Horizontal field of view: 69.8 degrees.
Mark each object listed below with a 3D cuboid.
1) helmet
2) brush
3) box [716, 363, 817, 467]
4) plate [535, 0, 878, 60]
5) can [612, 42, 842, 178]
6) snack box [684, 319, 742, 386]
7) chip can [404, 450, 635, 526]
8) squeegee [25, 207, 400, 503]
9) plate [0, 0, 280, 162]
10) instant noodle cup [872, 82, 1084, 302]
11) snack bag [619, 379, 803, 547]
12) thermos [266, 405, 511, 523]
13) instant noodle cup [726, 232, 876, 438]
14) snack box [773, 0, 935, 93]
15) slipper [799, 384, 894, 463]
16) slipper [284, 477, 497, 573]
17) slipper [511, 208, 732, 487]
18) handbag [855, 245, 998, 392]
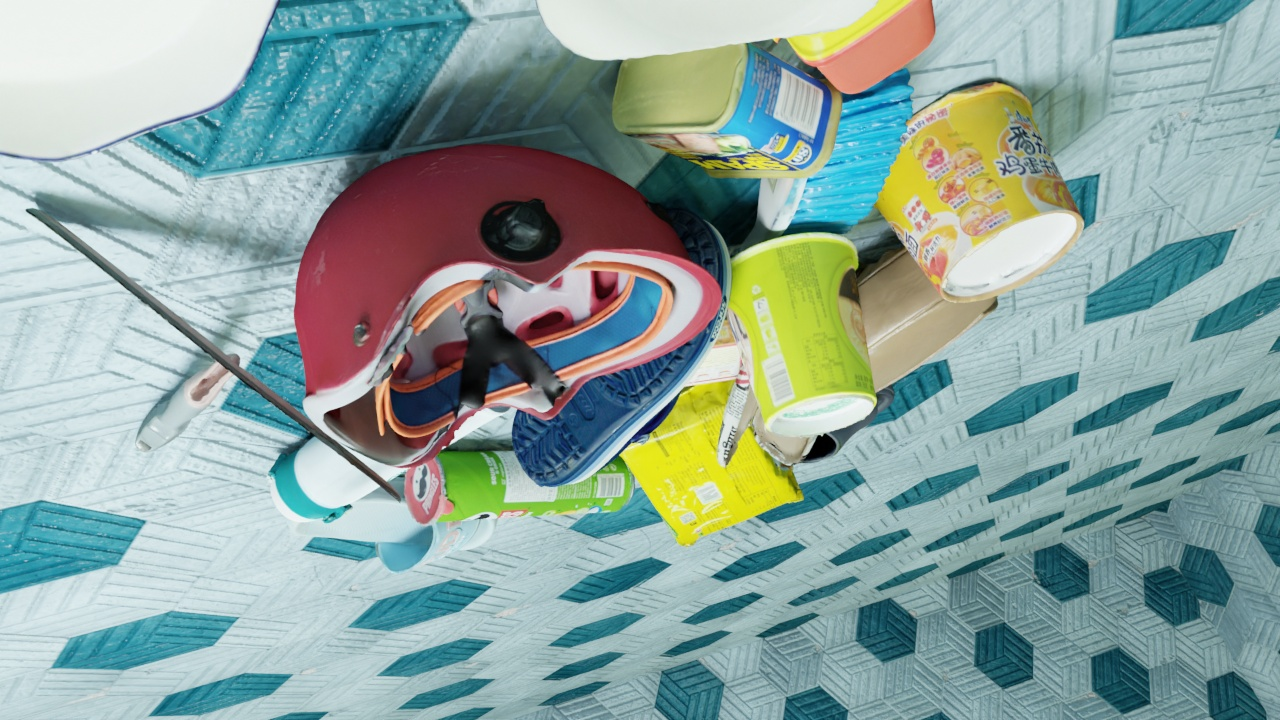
[{"bbox_3d":[-0.088,-0.049,0.537,0.240,0.144,0.207,-20,161,-9],"label":"helmet"},{"bbox_3d":[0.105,-0.099,0.688,0.109,0.060,0.315,-10,155,-8],"label":"brush"},{"bbox_3d":[0.113,0.036,0.795,0.086,0.075,0.163,-26,147,-31],"label":"box"},{"bbox_3d":[0.026,-0.213,0.382,0.164,0.034,0.164,-7,134,2],"label":"plate"},{"bbox_3d":[0.046,-0.141,0.513,0.083,0.057,0.102,10,-178,-43],"label":"can"},{"bbox_3d":[0.010,0.001,0.794,0.156,0.027,0.077,-8,156,3],"label":"snack box"},{"bbox_3d":[-0.115,0.125,0.930,0.235,0.072,0.072,4,145,-41],"label":"chip can"},{"bbox_3d":[-0.294,0.024,0.605,0.247,0.040,0.250,43,142,-20],"label":"squeegee"},{"bbox_3d":[-0.240,-0.159,0.332,0.204,0.045,0.205,-17,154,-9],"label":"plate"},{"bbox_3d":[0.251,-0.117,0.685,0.138,0.109,0.138,-15,153,-8],"label":"instant noodle cup"},{"bbox_3d":[0.066,0.103,0.945,0.158,0.068,0.246,-24,134,9],"label":"snack bag"},{"bbox_3d":[-0.210,0.066,0.753,0.225,0.073,0.073,-30,152,20],"label":"thermos"},{"bbox_3d":[0.119,-0.013,0.674,0.111,0.123,0.112,-9,157,-4],"label":"instant noodle cup"},{"bbox_3d":[0.103,-0.189,0.469,0.082,0.091,0.080,-31,159,19],"label":"snack box"},{"bbox_3d":[0.178,0.082,1.045,0.267,0.083,0.111,-5,152,-25],"label":"slipper"},{"bbox_3d":[-0.238,0.169,0.924,0.104,0.074,0.245,-35,149,26],"label":"slipper"},{"bbox_3d":[-0.004,0.004,0.701,0.095,0.105,0.253,-3,136,-53],"label":"slipper"},{"bbox_3d":[0.223,-0.039,0.836,0.147,0.099,0.205,0,148,-49],"label":"handbag"}]
